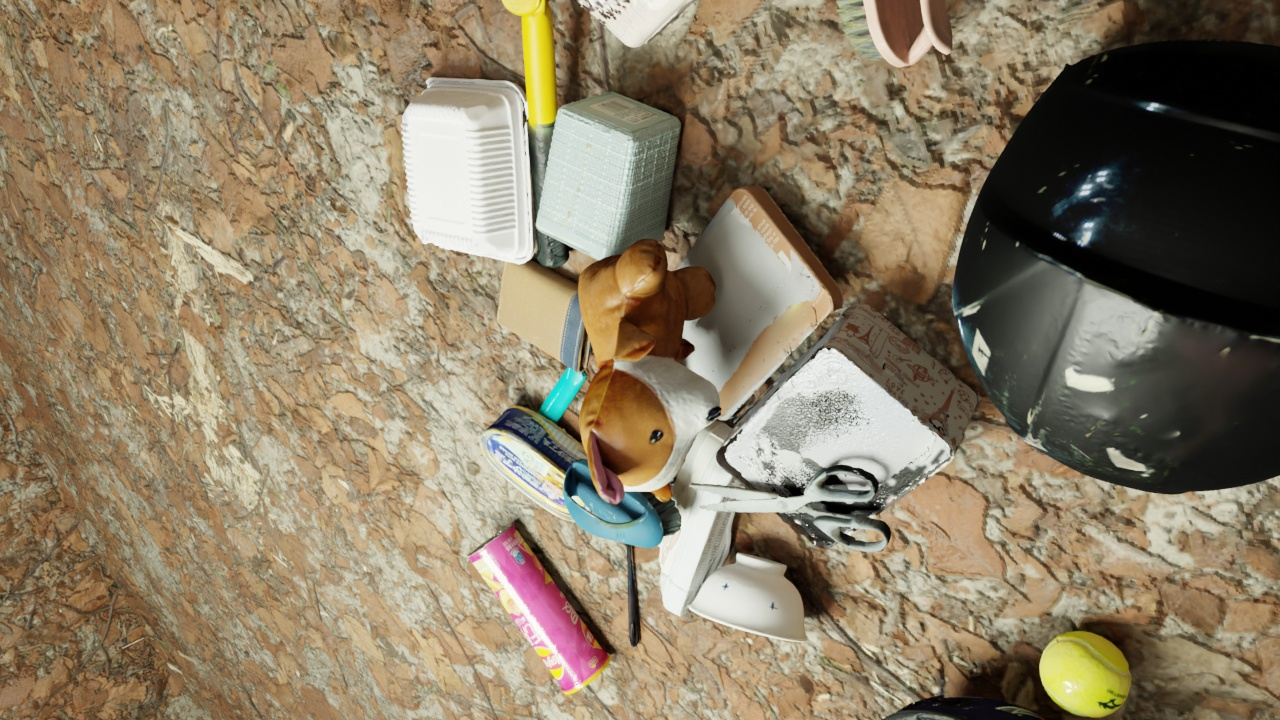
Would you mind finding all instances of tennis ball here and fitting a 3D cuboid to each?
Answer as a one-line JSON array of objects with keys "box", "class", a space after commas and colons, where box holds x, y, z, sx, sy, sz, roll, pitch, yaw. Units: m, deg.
[{"box": [0.352, 0.248, 0.728, 0.065, 0.065, 0.066, 19, 126, 29], "class": "tennis ball"}]

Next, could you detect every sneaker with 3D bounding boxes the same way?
[{"box": [0.042, 0.152, 0.900, 0.091, 0.089, 0.243, 31, 130, 24], "class": "sneaker"}]

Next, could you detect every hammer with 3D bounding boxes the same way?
[{"box": [-0.083, -0.207, 0.787, 0.033, 0.128, 0.301, 4, 134, 3], "class": "hammer"}]

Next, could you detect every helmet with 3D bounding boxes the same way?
[{"box": [0.275, 0.398, 0.749, 0.315, 0.239, 0.248, 43, 136, -6], "class": "helmet"}, {"box": [0.292, -0.037, 0.510, 0.234, 0.229, 0.275, 26, 148, 27], "class": "helmet"}]

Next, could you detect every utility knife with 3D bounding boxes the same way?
[{"box": [-0.095, 0.055, 1.005, 0.029, 0.012, 0.152, 42, 131, 7], "class": "utility knife"}]

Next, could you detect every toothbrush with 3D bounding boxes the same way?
[{"box": [-0.013, 0.262, 1.060, 0.018, 0.015, 0.181, 18, 125, 37], "class": "toothbrush"}]

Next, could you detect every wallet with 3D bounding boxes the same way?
[{"box": [-0.093, -0.049, 0.929, 0.115, 0.033, 0.090, 29, 127, 23], "class": "wallet"}]

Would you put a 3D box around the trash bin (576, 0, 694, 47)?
[{"box": [-0.010, -0.325, 0.591, 0.192, 0.226, 0.228, 48, 136, -13], "class": "trash bin"}]

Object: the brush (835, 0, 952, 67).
[{"box": [0.158, -0.260, 0.582, 0.073, 0.063, 0.146, 5, 119, 48], "class": "brush"}]

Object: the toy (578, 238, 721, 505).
[{"box": [0.008, 0.014, 0.722, 0.131, 0.140, 0.199, 5, 83, 33], "class": "toy"}]

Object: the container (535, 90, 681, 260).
[{"box": [-0.024, -0.157, 0.772, 0.090, 0.089, 0.112, 29, 127, 22], "class": "container"}]

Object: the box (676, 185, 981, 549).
[{"box": [0.119, 0.006, 0.758, 0.260, 0.105, 0.179, 42, 134, 3], "class": "box"}]

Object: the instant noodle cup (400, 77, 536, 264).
[{"box": [-0.171, -0.178, 0.881, 0.138, 0.060, 0.174, 14, 118, 32], "class": "instant noodle cup"}]

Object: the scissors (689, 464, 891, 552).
[{"box": [0.123, 0.123, 0.752, 0.156, 0.014, 0.169, 41, 134, 4], "class": "scissors"}]

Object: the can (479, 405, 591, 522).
[{"box": [-0.104, 0.113, 1.006, 0.148, 0.049, 0.075, 37, 132, 3], "class": "can"}]

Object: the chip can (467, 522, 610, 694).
[{"box": [-0.126, 0.306, 1.136, 0.210, 0.071, 0.072, 54, 135, -1], "class": "chip can"}]

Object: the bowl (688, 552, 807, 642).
[{"box": [0.112, 0.225, 0.895, 0.118, 0.118, 0.064, 11, 82, 34], "class": "bowl"}]

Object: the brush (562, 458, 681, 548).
[{"box": [-0.028, 0.133, 0.856, 0.144, 0.073, 0.055, 25, 129, 49], "class": "brush"}]
